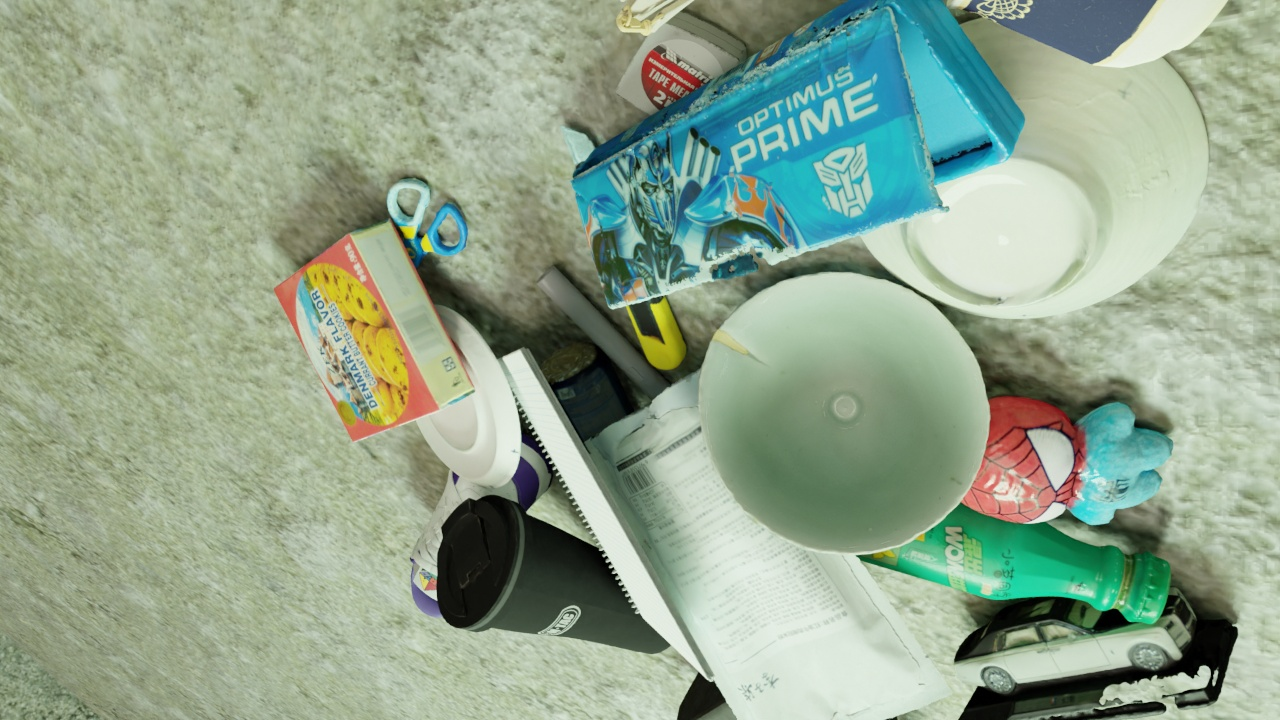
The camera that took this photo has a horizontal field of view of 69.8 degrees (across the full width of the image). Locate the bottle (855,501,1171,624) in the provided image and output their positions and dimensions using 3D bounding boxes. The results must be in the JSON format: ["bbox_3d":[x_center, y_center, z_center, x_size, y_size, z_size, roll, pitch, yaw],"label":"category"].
[{"bbox_3d":[0.233,0.124,0.613,0.210,0.067,0.068,14,135,18],"label":"bottle"}]

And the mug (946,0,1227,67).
[{"bbox_3d":[0.189,-0.175,0.359,0.089,0.085,0.112,25,102,3],"label":"mug"}]

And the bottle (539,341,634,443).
[{"bbox_3d":[-0.024,0.061,0.707,0.056,0.056,0.161,-4,128,32],"label":"bottle"}]

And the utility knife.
[{"bbox_3d":[-0.011,-0.071,0.606,0.029,0.020,0.188,-4,126,30],"label":"utility knife"}]

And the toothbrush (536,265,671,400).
[{"bbox_3d":[-0.004,0.004,0.669,0.018,0.019,0.188,-44,105,1],"label":"toothbrush"}]

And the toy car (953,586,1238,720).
[{"bbox_3d":[0.303,0.206,0.652,0.192,0.093,0.071,-32,88,45],"label":"toy car"}]

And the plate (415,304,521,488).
[{"bbox_3d":[-0.149,0.032,0.732,0.157,0.014,0.157,25,126,39],"label":"plate"}]

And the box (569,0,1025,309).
[{"bbox_3d":[0.051,-0.088,0.460,0.091,0.085,0.244,42,152,-23],"label":"box"}]

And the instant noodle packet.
[{"bbox_3d":[0.077,0.140,0.633,0.147,0.057,0.269,-34,87,24],"label":"instant noodle packet"}]

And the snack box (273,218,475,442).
[{"bbox_3d":[-0.210,-0.018,0.712,0.145,0.040,0.142,-19,100,45],"label":"snack box"}]

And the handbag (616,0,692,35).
[{"bbox_3d":[0.038,-0.203,0.321,0.101,0.197,0.195,41,136,-11],"label":"handbag"}]

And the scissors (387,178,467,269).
[{"bbox_3d":[-0.166,-0.080,0.688,0.070,0.022,0.131,33,133,-2],"label":"scissors"}]

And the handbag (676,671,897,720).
[{"bbox_3d":[0.155,0.353,0.845,0.199,0.102,0.198,32,138,-1],"label":"handbag"}]

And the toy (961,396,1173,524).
[{"bbox_3d":[0.248,0.063,0.557,0.133,0.062,0.092,4,135,12],"label":"toy"}]

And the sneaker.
[{"bbox_3d":[-0.159,0.155,0.830,0.092,0.110,0.245,30,137,1],"label":"sneaker"}]

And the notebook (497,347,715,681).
[{"bbox_3d":[-0.033,0.102,0.664,0.245,0.013,0.178,61,167,-5],"label":"notebook"}]

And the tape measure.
[{"bbox_3d":[0.025,-0.156,0.503,0.060,0.020,0.062,31,139,-8],"label":"tape measure"}]

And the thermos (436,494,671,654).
[{"bbox_3d":[-0.061,0.192,0.775,0.218,0.105,0.106,27,145,-36],"label":"thermos"}]

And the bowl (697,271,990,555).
[{"bbox_3d":[0.128,0.030,0.579,0.174,0.067,0.174,1,93,22],"label":"bowl"}]

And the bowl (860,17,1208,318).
[{"bbox_3d":[0.183,-0.077,0.461,0.177,0.057,0.177,16,135,16],"label":"bowl"}]
